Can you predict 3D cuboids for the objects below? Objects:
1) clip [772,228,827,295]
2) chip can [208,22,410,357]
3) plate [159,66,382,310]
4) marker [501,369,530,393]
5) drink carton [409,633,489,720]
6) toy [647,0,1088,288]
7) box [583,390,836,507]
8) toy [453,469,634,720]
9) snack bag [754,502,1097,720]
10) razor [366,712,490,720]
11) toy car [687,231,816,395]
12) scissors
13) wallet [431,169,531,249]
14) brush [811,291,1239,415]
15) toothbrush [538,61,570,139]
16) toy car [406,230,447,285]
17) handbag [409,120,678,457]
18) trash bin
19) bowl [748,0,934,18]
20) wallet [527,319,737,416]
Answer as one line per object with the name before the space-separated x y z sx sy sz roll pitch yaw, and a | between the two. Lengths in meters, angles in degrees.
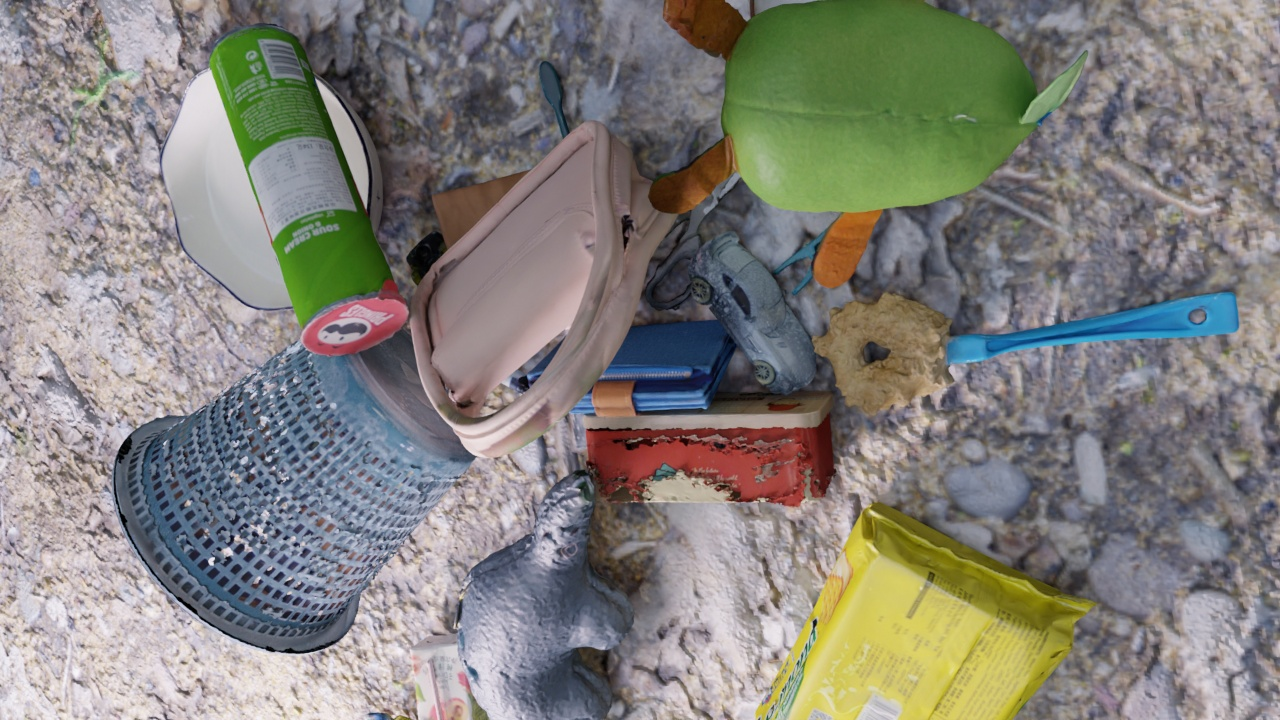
clip | 0.120 -0.071 0.637 0.056 0.014 0.041 -42 86 24
chip can | -0.232 -0.121 0.635 0.072 0.072 0.236 -33 70 23
plate | -0.298 -0.144 0.755 0.205 0.045 0.205 5 104 19
marker | -0.122 0.002 0.736 0.131 0.018 0.023 29 154 11
drink carton | -0.161 0.300 0.788 0.053 0.045 0.122 -8 86 14
toy | 0.126 -0.150 0.543 0.246 0.090 0.227 1 118 -11
box | 0.050 0.068 0.650 0.168 0.091 0.079 -3 98 21
toy | -0.079 0.220 0.718 0.138 0.091 0.357 18 122 23
snack bag | 0.184 0.230 0.650 0.158 0.068 0.247 26 110 13
razor | -0.179 0.332 0.828 0.143 0.022 0.042 -10 87 15
toy car | 0.081 -0.033 0.633 0.037 0.054 0.120 -33 93 44
scissors | 0.039 -0.118 0.651 0.145 0.014 0.172 6 108 8
wallet | -0.093 -0.081 0.690 0.101 0.020 0.115 -14 100 -1
brush | 0.241 -0.015 0.596 0.255 0.045 0.083 -7 95 17
toothbrush | -0.042 -0.127 0.683 0.016 0.018 0.191 -15 98 12
toy car | -0.141 -0.059 0.722 0.042 0.035 0.090 -39 95 23
handbag | -0.062 -0.032 0.565 0.194 0.233 0.093 -42 114 17
trash bin | -0.239 0.076 0.706 0.195 0.226 0.226 -40 87 10
bowl | 0.118 -0.237 0.564 0.113 0.062 0.114 -3 134 -4
wallet | -0.004 0.004 0.649 0.133 0.106 0.040 -4 115 20
